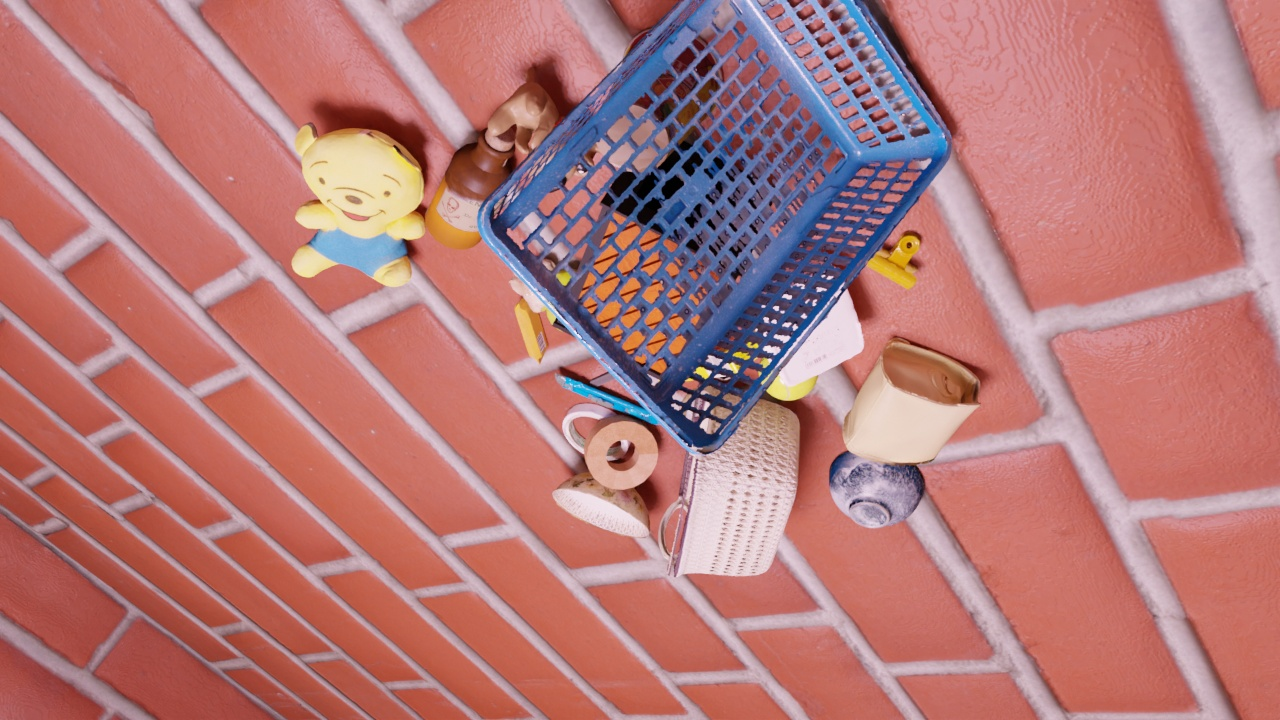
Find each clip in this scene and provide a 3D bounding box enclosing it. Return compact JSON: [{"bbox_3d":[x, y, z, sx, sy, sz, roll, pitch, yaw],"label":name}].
[{"bbox_3d":[0.250,-0.100,0.890,0.054,0.046,0.048,29,173,-2],"label":"clip"}]

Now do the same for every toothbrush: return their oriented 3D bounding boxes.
[{"bbox_3d":[-0.007,0.007,1.125,0.168,0.013,0.013,-24,119,42],"label":"toothbrush"}]

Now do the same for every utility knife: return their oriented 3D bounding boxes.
[{"bbox_3d":[-0.031,0.055,1.178,0.175,0.015,0.031,21,155,0],"label":"utility knife"}]

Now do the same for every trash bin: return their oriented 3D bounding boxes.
[{"bbox_3d":[0.023,-0.101,0.909,0.139,0.139,0.172,27,138,-1],"label":"trash bin"}]

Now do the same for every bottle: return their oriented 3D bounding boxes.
[{"bbox_3d":[-0.173,-0.189,0.971,0.068,0.067,0.157,34,137,-8],"label":"bottle"}]

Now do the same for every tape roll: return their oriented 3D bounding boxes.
[{"bbox_3d":[-0.026,0.119,1.192,0.094,0.027,0.094,-3,106,-11],"label":"tape roll"},{"bbox_3d":[-0.059,0.097,1.234,0.094,0.018,0.094,13,136,13],"label":"tape roll"}]

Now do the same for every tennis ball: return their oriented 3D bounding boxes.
[{"bbox_3d":[0.163,0.011,1.008,0.065,0.065,0.065,14,136,13],"label":"tennis ball"}]

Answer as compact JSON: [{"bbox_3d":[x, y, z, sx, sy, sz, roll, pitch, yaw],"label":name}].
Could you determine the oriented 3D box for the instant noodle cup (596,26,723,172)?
[{"bbox_3d":[0.011,-0.225,0.812,0.100,0.112,0.100,14,136,14],"label":"instant noodle cup"}]

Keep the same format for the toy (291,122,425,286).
[{"bbox_3d":[-0.317,-0.178,1.039,0.149,0.083,0.215,10,138,-9],"label":"toy"}]

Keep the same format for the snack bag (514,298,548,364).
[{"bbox_3d":[-0.135,-0.039,1.131,0.020,0.026,0.099,6,135,20],"label":"snack bag"}]

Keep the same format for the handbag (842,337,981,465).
[{"bbox_3d":[0.288,0.052,0.982,0.111,0.081,0.119,17,136,-1],"label":"handbag"}]

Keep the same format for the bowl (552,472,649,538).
[{"bbox_3d":[-0.043,0.186,1.268,0.145,0.063,0.145,20,156,9],"label":"bowl"}]

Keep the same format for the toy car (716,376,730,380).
[{"bbox_3d":[0.071,-0.019,1.041,0.113,0.040,0.049,43,134,-17],"label":"toy car"}]

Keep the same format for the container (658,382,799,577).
[{"bbox_3d":[0.103,0.149,1.099,0.143,0.184,0.252,8,137,2],"label":"container"}]

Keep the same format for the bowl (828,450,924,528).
[{"bbox_3d":[0.280,0.165,1.108,0.114,0.060,0.115,14,136,14],"label":"bowl"}]

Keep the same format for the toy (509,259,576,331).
[{"bbox_3d":[-0.098,-0.077,1.064,0.118,0.043,0.092,25,140,5],"label":"toy"}]

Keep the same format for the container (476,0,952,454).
[{"bbox_3d":[0.062,-0.140,0.730,0.257,0.361,0.089,47,164,-21],"label":"container"}]

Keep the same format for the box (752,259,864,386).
[{"bbox_3d":[0.158,-0.048,0.947,0.102,0.095,0.107,-27,117,0],"label":"box"}]

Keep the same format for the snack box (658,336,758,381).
[{"bbox_3d":[0.066,-0.001,0.983,0.148,0.040,0.029,-10,116,58],"label":"snack box"}]

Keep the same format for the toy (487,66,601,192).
[{"bbox_3d":[-0.086,-0.216,0.888,0.134,0.105,0.108,-16,134,32],"label":"toy"}]
